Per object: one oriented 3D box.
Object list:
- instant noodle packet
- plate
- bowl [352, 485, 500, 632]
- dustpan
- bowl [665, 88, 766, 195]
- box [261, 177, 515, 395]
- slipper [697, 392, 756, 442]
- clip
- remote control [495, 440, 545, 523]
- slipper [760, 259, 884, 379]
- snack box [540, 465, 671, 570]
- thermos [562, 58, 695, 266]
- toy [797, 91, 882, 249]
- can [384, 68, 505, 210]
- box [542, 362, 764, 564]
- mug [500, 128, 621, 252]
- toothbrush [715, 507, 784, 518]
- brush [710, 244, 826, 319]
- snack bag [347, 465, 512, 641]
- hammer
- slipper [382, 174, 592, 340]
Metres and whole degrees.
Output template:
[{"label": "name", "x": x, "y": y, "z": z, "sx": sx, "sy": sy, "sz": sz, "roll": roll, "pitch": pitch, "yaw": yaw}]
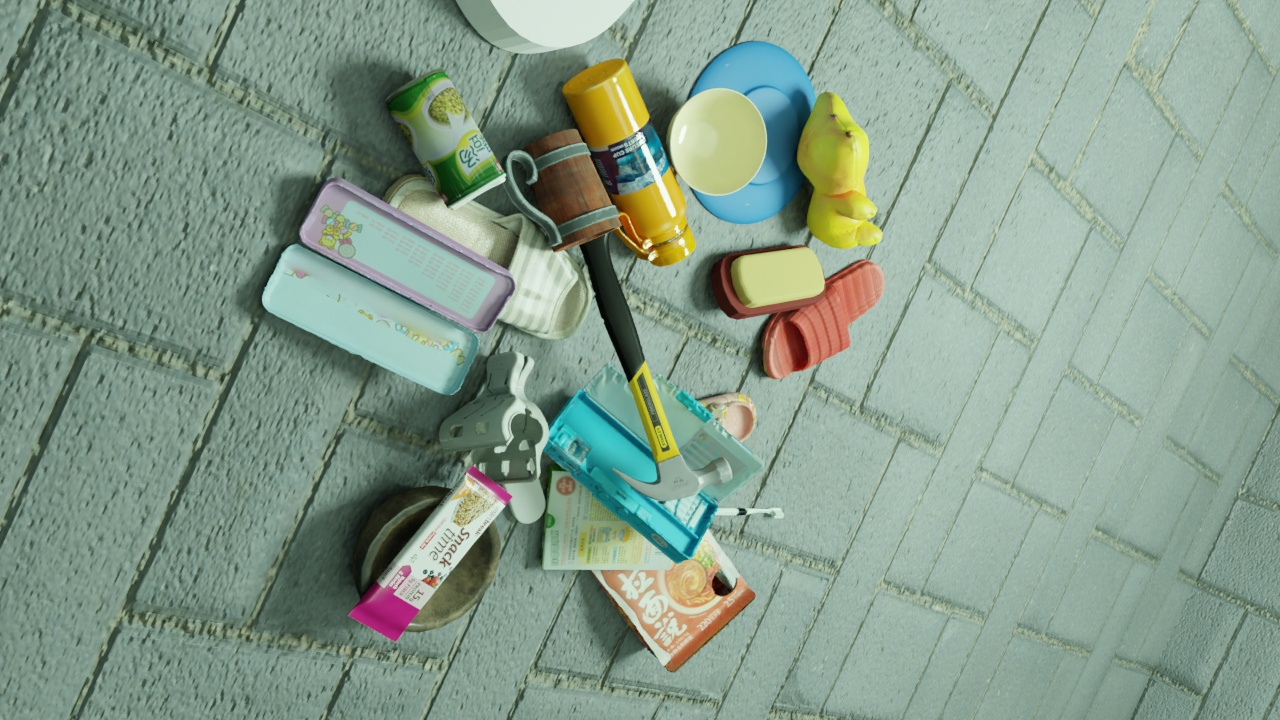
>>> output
[{"label": "instant noodle packet", "x": 0.031, "y": 0.283, "z": 1.247, "sx": 0.164, "sy": 0.084, "sz": 0.221, "roll": -38, "pitch": 112, "yaw": -14}, {"label": "plate", "x": 0.149, "y": -0.282, "z": 1.153, "sx": 0.223, "sy": 0.024, "sz": 0.224, "roll": -12, "pitch": 112, "yaw": -32}, {"label": "bowl", "x": -0.242, "y": 0.212, "z": 1.017, "sx": 0.162, "sy": 0.070, "sz": 0.162, "roll": -12, "pitch": 112, "yaw": -32}, {"label": "dustpan", "x": -0.086, "y": -0.435, "z": 0.943, "sx": 0.257, "sy": 0.053, "sz": 0.191, "roll": -54, "pitch": 128, "yaw": -22}, {"label": "bowl", "x": 0.077, "y": -0.254, "z": 1.067, "sx": 0.118, "sy": 0.074, "sz": 0.118, "roll": -5, "pitch": 105, "yaw": -18}, {"label": "box", "x": -0.247, "y": -0.069, "z": 0.914, "sx": 0.214, "sy": 0.041, "sz": 0.151, "roll": 29, "pitch": 92, "yaw": -24}, {"label": "slipper", "x": 0.087, "y": 0.100, "z": 1.205, "sx": 0.196, "sy": 0.082, "sz": 0.093, "roll": -21, "pitch": 115, "yaw": -30}, {"label": "clip", "x": -0.163, "y": 0.060, "z": 0.997, "sx": 0.105, "sy": 0.127, "sz": 0.151, "roll": 1, "pitch": 83, "yaw": -45}, {"label": "remote control", "x": -0.146, "y": 0.136, "z": 1.095, "sx": 0.043, "sy": 0.013, "sz": 0.137, "roll": -27, "pitch": 119, "yaw": -25}, {"label": "slipper", "x": 0.269, "y": -0.059, "z": 1.292, "sx": 0.248, "sy": 0.059, "sz": 0.103, "roll": -37, "pitch": 123, "yaw": -21}, {"label": "snack box", "x": -0.036, "y": 0.198, "z": 1.151, "sx": 0.168, "sy": 0.027, "sz": 0.132, "roll": 4, "pitch": 104, "yaw": -14}, {"label": "thermos", "x": -0.013, "y": -0.212, "z": 1.036, "sx": 0.091, "sy": 0.076, "sz": 0.233, "roll": -26, "pitch": 122, "yaw": 2}, {"label": "toy", "x": 0.250, "y": -0.238, "z": 1.185, "sx": 0.087, "sy": 0.134, "sz": 0.194, "roll": -16, "pitch": 137, "yaw": 5}, {"label": "can", "x": -0.189, "y": -0.214, "z": 0.894, "sx": 0.067, "sy": 0.067, "sz": 0.121, "roll": -35, "pitch": 105, "yaw": -21}, {"label": "box", "x": 0.010, "y": 0.111, "z": 1.096, "sx": 0.227, "sy": 0.086, "sz": 0.168, "roll": 41, "pitch": 84, "yaw": -7}, {"label": "mug", "x": -0.089, "y": -0.176, "z": 0.967, "sx": 0.117, "sy": 0.082, "sz": 0.111, "roll": -27, "pitch": 97, "yaw": -44}, {"label": "toothbrush", "x": 0.137, "y": 0.219, "z": 1.319, "sx": 0.186, "sy": 0.017, "sz": 0.012, "roll": 7, "pitch": 113, "yaw": -36}, {"label": "brush", "x": 0.174, "y": -0.106, "z": 1.198, "sx": 0.173, "sy": 0.042, "sz": 0.082, "roll": -11, "pitch": 82, "yaw": -32}, {"label": "snack bag", "x": -0.219, "y": 0.206, "z": 0.975, "sx": 0.196, "sy": 0.016, "sz": 0.070, "roll": -51, "pitch": 128, "yaw": -10}, {"label": "hammer", "x": -0.006, "y": 0.006, "z": 1.042, "sx": 0.127, "sy": 0.029, "sz": 0.323, "roll": -20, "pitch": 92, "yaw": -8}, {"label": "slipper", "x": -0.156, "y": -0.106, "z": 0.986, "sx": 0.272, "sy": 0.054, "sz": 0.114, "roll": 32, "pitch": 81, "yaw": -37}]
